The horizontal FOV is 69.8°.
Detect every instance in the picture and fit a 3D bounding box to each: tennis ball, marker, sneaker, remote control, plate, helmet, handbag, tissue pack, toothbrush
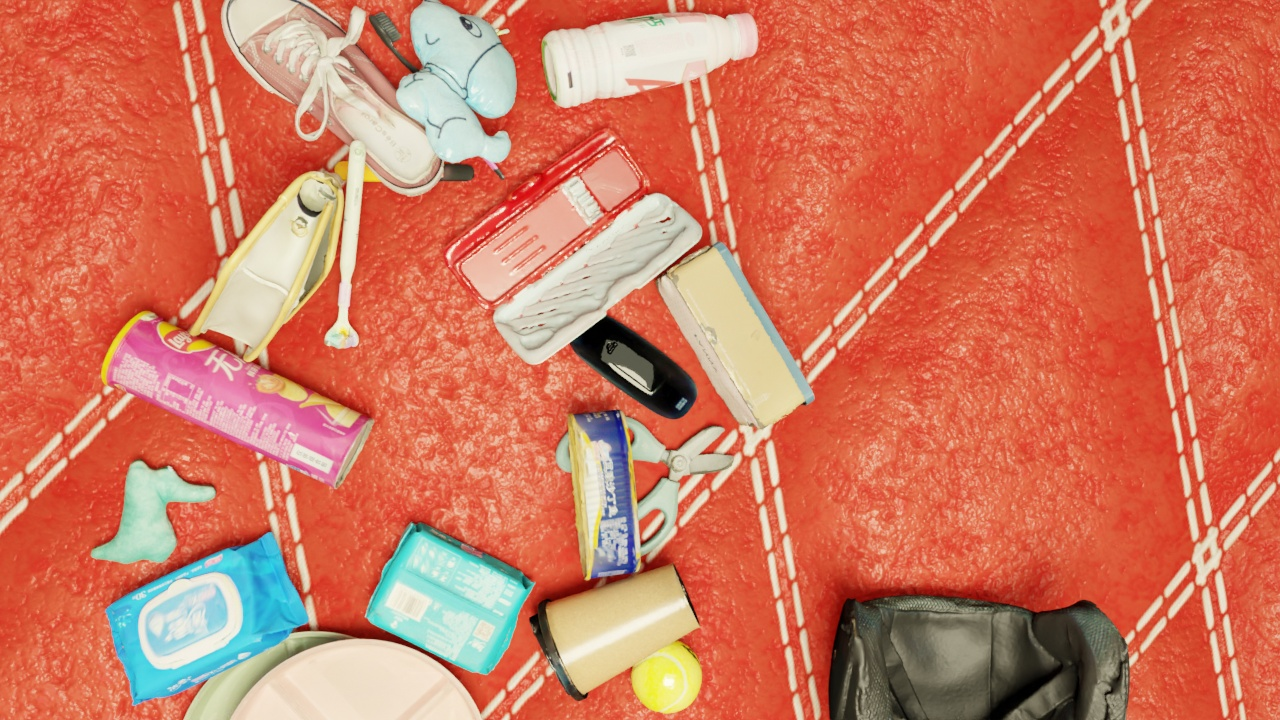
[{"bbox_3d":[0.024,0.289,0.841,0.065,0.065,0.065,0,89,-8],"label":"tennis ball"},{"bbox_3d":[-0.215,-0.172,0.839,0.123,0.015,0.018,-2,85,-10],"label":"marker"},{"bbox_3d":[-0.265,-0.243,0.788,0.241,0.088,0.118,44,79,0],"label":"sneaker"},{"bbox_3d":[-0.005,0.005,0.860,0.136,0.024,0.053,36,86,-6],"label":"remote control"},{"bbox_3d":[-0.292,0.354,0.817,0.230,0.027,0.230,0,90,-8],"label":"plate"},{"bbox_3d":[0.278,0.317,0.778,0.233,0.274,0.230,0,116,3],"label":"helmet"},{"bbox_3d":[-0.285,-0.094,0.756,0.063,0.164,0.178,35,56,-21],"label":"handbag"},{"bbox_3d":[-0.169,0.213,0.823,0.133,0.050,0.093,29,84,-7],"label":"tissue pack"},{"bbox_3d":[-0.184,-0.243,0.844,0.017,0.014,0.189,-41,96,-19],"label":"toothbrush"},{"bbox_3d":[-0.250,-0.096,0.789,0.029,0.020,0.190,2,118,-24],"label":"toothbrush"},{"bbox_3d":[-0.246,0.354,0.795,0.229,0.028,0.229,0,88,-8],"label":"plate"},{"bbox_3d":[-0.371,0.219,0.783,0.157,0.052,0.095,-25,73,-7],"label":"tissue pack"}]

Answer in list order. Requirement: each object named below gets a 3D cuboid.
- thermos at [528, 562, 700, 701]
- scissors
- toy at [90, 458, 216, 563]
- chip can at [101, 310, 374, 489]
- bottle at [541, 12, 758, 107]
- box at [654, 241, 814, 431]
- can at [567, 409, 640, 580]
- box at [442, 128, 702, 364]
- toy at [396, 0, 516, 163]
[{"bbox_3d":[-0.024,0.236,0.815,0.143,0.093,0.093,-25,93,0],"label":"thermos"},{"bbox_3d":[0.008,0.123,0.865,0.176,0.019,0.172,0,88,-9],"label":"scissors"},{"bbox_3d":[-0.424,0.132,0.800,0.096,0.030,0.092,4,91,-14],"label":"toy"},{"bbox_3d":[-0.342,0.036,0.791,0.210,0.071,0.071,27,86,-7],"label":"chip can"},{"bbox_3d":[0.011,-0.284,0.846,0.196,0.068,0.068,-14,91,-11],"label":"bottle"},{"bbox_3d":[0.087,-0.015,0.842,0.063,0.090,0.184,-34,96,-8],"label":"box"},{"bbox_3d":[-0.033,0.118,0.813,0.049,0.075,0.148,-6,91,-10],"label":"can"},{"bbox_3d":[-0.062,-0.103,0.836,0.201,0.063,0.160,-38,75,-7],"label":"box"},{"bbox_3d":[-0.157,-0.250,0.810,0.161,0.050,0.155,51,46,-5],"label":"toy"}]
